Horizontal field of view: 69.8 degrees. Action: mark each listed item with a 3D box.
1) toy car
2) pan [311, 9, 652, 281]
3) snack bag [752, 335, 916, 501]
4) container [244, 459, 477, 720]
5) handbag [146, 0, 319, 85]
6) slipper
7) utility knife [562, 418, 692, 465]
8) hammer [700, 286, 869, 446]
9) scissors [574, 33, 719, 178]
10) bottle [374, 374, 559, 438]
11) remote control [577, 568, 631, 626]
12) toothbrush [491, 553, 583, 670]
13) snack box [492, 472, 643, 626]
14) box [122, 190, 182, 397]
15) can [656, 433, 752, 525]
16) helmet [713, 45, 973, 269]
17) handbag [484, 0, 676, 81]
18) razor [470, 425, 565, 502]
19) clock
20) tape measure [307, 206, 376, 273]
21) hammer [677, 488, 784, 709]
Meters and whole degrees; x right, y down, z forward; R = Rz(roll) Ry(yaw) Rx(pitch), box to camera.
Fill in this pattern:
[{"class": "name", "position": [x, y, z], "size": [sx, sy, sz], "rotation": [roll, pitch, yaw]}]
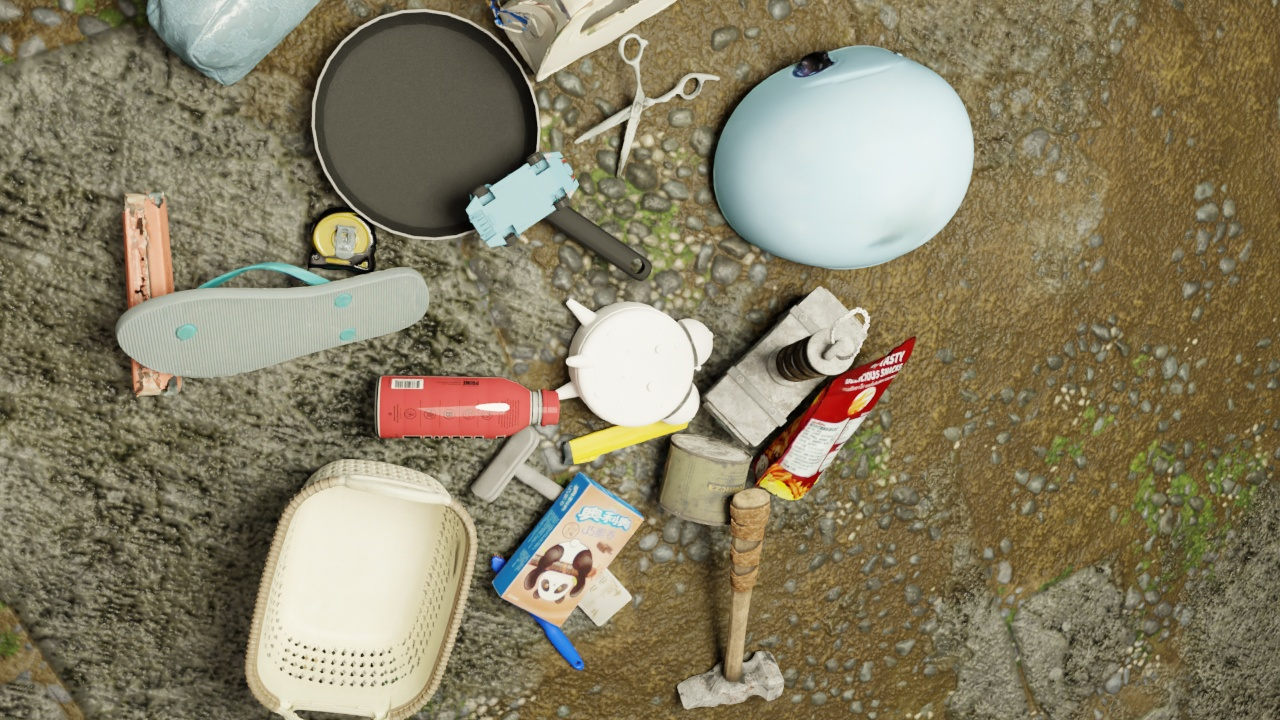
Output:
[{"class": "toy car", "position": [-0.112, -0.151, 0.857], "size": [0.107, 0.027, 0.060], "rotation": [-37, 110, -15]}, {"class": "pan", "position": [-0.137, -0.179, 0.882], "size": [0.355, 0.044, 0.204], "rotation": [32, 92, -21]}, {"class": "snack bag", "position": [0.209, 0.065, 0.980], "size": [0.138, 0.066, 0.208], "rotation": [-14, 149, -41]}, {"class": "container", "position": [-0.268, 0.214, 0.883], "size": [0.184, 0.143, 0.246], "rotation": [15, 98, -20]}, {"class": "handbag", "position": [-0.326, -0.330, 0.757], "size": [0.118, 0.122, 0.192], "rotation": [44, 90, -4]}, {"class": "slipper", "position": [-0.332, -0.043, 0.847], "size": [0.268, 0.054, 0.098], "rotation": [-10, 136, -28]}, {"class": "utility knife", "position": [-0.013, 0.081, 0.997], "size": [0.151, 0.017, 0.030], "rotation": [-15, 112, -12]}, {"class": "hammer", "position": [0.153, 0.001, 0.867], "size": [0.177, 0.326, 0.079], "rotation": [-44, 88, -3]}, {"class": "scissors", "position": [0.008, -0.256, 0.909], "size": [0.174, 0.014, 0.142], "rotation": [-23, 132, -23]}, {"class": "bottle", "position": [-0.169, 0.046, 0.906], "size": [0.176, 0.062, 0.062], "rotation": [1, 102, -11]}, {"class": "remote control", "position": [-0.068, 0.235, 1.019], "size": [0.050, 0.011, 0.136], "rotation": [-40, 111, -5]}, {"class": "toothbrush", "position": [-0.113, 0.280, 1.016], "size": [0.016, 0.018, 0.182], "rotation": [-35, 113, -7]}, {"class": "snack box", "position": [-0.076, 0.202, 0.974], "size": [0.087, 0.034, 0.151], "rotation": [38, 89, -34]}, {"class": "box", "position": [-0.444, -0.058, 0.819], "size": [0.056, 0.059, 0.187], "rotation": [6, 102, 15]}, {"class": "can", "position": [0.068, 0.129, 0.993], "size": [0.089, 0.090, 0.074], "rotation": [10, 99, -19]}, {"class": "helmet", "position": [0.212, -0.196, 0.923], "size": [0.265, 0.166, 0.226], "rotation": [-16, 117, -3]}, {"class": "handbag", "position": [-0.032, -0.332, 0.797], "size": [0.200, 0.199, 0.093], "rotation": [-33, 106, -10]}, {"class": "razor", "position": [-0.106, 0.130, 0.969], "size": [0.116, 0.047, 0.088], "rotation": [38, 90, -29]}, {"class": "clock", "position": [-0.005, 0.006, 0.949], "size": [0.160, 0.073, 0.125], "rotation": [9, 100, -18]}, {"class": "tape measure", "position": [-0.279, -0.113, 0.860], "size": [0.061, 0.034, 0.061], "rotation": [1, 101, -18]}, {"class": "hammer", "position": [0.109, 0.270, 1.015], "size": [0.121, 0.049, 0.319], "rotation": [-6, 123, -12]}]
